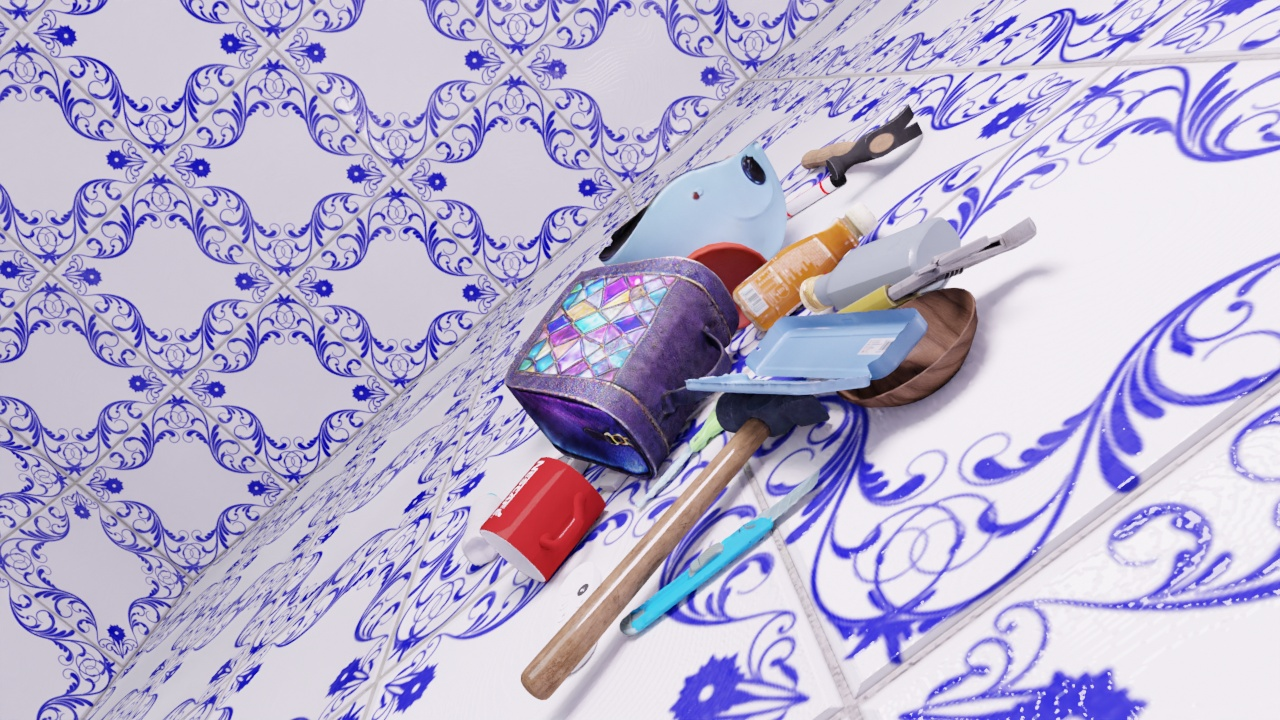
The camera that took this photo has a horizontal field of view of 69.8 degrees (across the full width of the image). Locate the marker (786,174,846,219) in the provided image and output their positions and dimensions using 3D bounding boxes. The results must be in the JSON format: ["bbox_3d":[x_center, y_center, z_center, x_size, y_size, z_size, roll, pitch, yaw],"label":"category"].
[{"bbox_3d":[0.220,-0.217,1.263,0.146,0.019,0.019,-30,20,41],"label":"marker"}]

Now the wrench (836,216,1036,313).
[{"bbox_3d":[0.206,-0.051,0.753,0.083,0.018,0.274,-16,-10,-28],"label":"wrench"}]

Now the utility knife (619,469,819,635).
[{"bbox_3d":[0.058,0.145,0.683,0.198,0.015,0.031,-39,18,9],"label":"utility knife"}]

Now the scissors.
[{"bbox_3d":[0.056,0.080,0.879,0.174,0.033,0.065,-42,18,-10],"label":"scissors"}]

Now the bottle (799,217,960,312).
[{"bbox_3d":[0.211,-0.078,0.842,0.072,0.046,0.162,-51,17,-28],"label":"bottle"}]

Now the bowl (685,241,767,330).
[{"bbox_3d":[0.088,-0.086,1.032,0.122,0.122,0.035,-38,37,20],"label":"bowl"}]

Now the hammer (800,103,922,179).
[{"bbox_3d":[0.276,-0.283,1.237,0.132,0.040,0.305,-30,10,0],"label":"hammer"}]

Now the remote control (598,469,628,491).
[{"bbox_3d":[0.002,0.089,0.985,0.130,0.012,0.033,-50,19,-27],"label":"remote control"}]

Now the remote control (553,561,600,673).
[{"bbox_3d":[-0.054,0.215,0.777,0.043,0.013,0.136,-40,15,12],"label":"remote control"}]

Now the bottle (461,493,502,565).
[{"bbox_3d":[-0.188,0.198,1.115,0.044,0.044,0.136,-41,15,9],"label":"bottle"}]

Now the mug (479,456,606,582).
[{"bbox_3d":[-0.089,0.157,0.904,0.096,0.080,0.117,-50,23,-24],"label":"mug"}]

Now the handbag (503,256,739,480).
[{"bbox_3d":[-0.006,0.006,0.956,0.222,0.125,0.204,3,50,39],"label":"handbag"}]

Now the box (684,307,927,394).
[{"bbox_3d":[0.125,0.003,0.731,0.126,0.039,0.209,-31,10,-18],"label":"box"}]

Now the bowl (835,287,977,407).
[{"bbox_3d":[0.202,-0.002,0.678,0.119,0.032,0.119,-40,15,13],"label":"bowl"}]

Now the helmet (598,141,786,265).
[{"bbox_3d":[0.084,-0.155,1.148,0.264,0.167,0.226,-43,5,-38],"label":"helmet"}]

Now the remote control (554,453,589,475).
[{"bbox_3d":[-0.102,0.150,1.059,0.060,0.025,0.138,-30,20,42],"label":"remote control"}]

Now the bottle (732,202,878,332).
[{"bbox_3d":[0.176,-0.101,0.972,0.167,0.059,0.059,-40,15,12],"label":"bottle"}]

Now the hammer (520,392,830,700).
[{"bbox_3d":[0.023,0.134,0.723,0.321,0.040,0.129,-46,16,-22],"label":"hammer"}]
